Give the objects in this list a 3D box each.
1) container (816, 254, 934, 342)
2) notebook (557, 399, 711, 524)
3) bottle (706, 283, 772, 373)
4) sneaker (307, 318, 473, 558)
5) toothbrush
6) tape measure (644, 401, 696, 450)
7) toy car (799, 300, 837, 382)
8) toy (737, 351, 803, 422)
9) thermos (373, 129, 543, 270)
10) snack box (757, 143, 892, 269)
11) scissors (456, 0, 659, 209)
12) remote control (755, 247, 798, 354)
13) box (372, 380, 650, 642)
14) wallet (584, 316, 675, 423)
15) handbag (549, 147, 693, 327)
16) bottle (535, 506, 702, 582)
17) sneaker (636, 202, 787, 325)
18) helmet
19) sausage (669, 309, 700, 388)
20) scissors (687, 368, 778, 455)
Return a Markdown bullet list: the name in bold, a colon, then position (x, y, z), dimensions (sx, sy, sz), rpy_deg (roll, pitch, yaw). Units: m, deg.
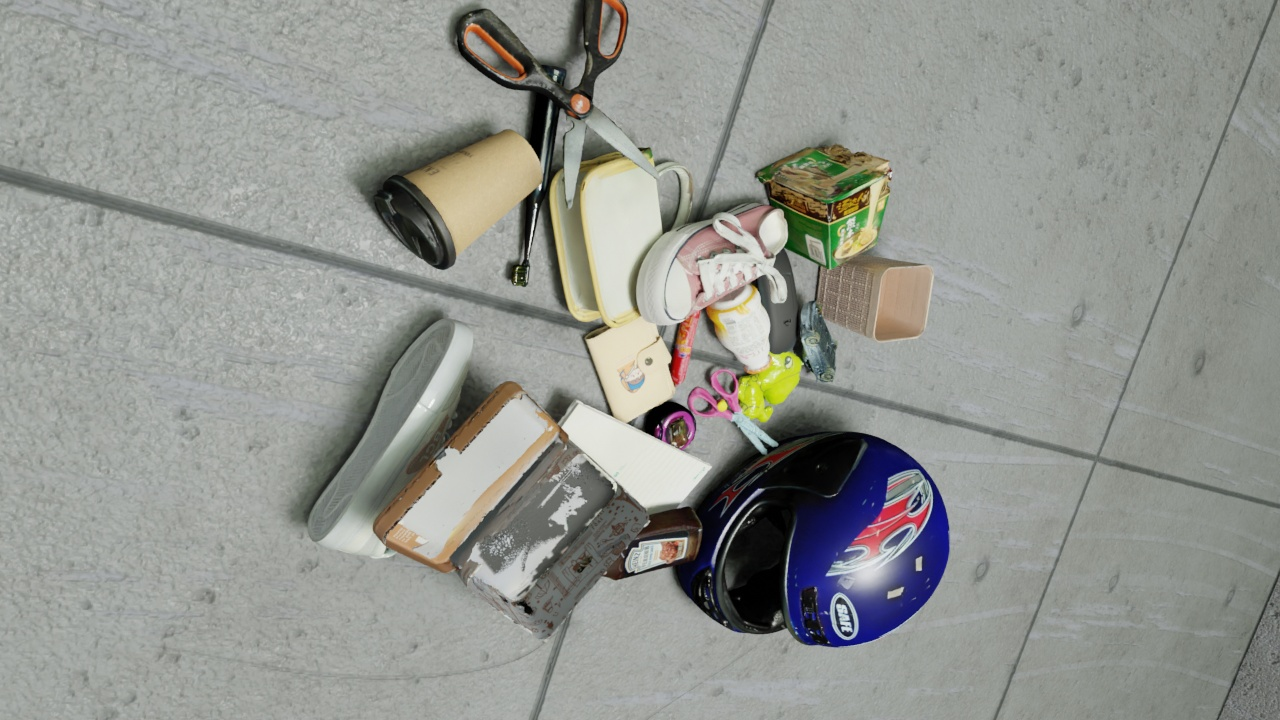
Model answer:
- **container**: position (0.281, -0.081, 1.120), dimensions (0.090, 0.111, 0.090), rpy_deg (-7, 109, -32)
- **notebook**: position (-0.036, 0.139, 1.026), dimensions (0.209, 0.012, 0.150), rpy_deg (28, 105, -37)
- **bottle**: position (0.119, -0.036, 1.059), dimensions (0.063, 0.063, 0.108), rpy_deg (-37, 122, -18)
- **sneaker**: position (-0.210, 0.079, 0.866), dimensions (0.090, 0.089, 0.242), rpy_deg (32, 87, -38)
- **toothbrush**: position (-0.102, -0.176, 0.891), dimensions (0.027, 0.026, 0.213), rpy_deg (-2, 108, -46)
- **tape measure**: position (0.036, 0.078, 1.057), dimensions (0.057, 0.039, 0.058), rpy_deg (-26, 118, -24)
- **toy car**: position (0.216, -0.021, 1.128), dimensions (0.121, 0.037, 0.054), rpy_deg (60, 35, -45)
- **toy**: position (0.157, 0.028, 1.126), dimensions (0.100, 0.031, 0.097), rpy_deg (-22, 115, -20)
- **thermos**: position (-0.161, -0.149, 0.826), dimensions (0.143, 0.093, 0.093), rpy_deg (-40, 123, -25)
- **snack box**: position (0.215, -0.173, 1.054), dimensions (0.117, 0.118, 0.106), rpy_deg (-28, 129, -24)
- **scissors**: position (-0.065, -0.255, 0.846), dimensions (0.220, 0.022, 0.234), rpy_deg (22, 73, -19)
- **remote control**: position (0.164, -0.074, 1.086), dimensions (0.053, 0.024, 0.136), rpy_deg (-16, 102, -30)
- **box**: position (-0.122, 0.140, 0.883), dimensions (0.179, 0.110, 0.259), rpy_deg (-49, 126, -7)
- **wallet**: position (-0.006, 0.006, 1.013), dimensions (0.087, 0.024, 0.115), rpy_deg (-28, 118, -18)
- **handbag**: position (-0.009, -0.136, 0.953), dimensions (0.178, 0.063, 0.163), rpy_deg (-29, 121, -40)
- **bottle**: position (-0.026, 0.218, 1.046), dimensions (0.194, 0.044, 0.080), rpy_deg (-10, 133, -20)
- **sneaker**: position (0.095, -0.106, 0.970), dimensions (0.240, 0.088, 0.118), rpy_deg (-33, 122, -39)
- **helmet**: position (0.226, 0.228, 1.111), dimensions (0.314, 0.240, 0.247), rpy_deg (-32, 119, -20)
- **sausage**: position (0.055, -0.042, 1.043), dimensions (0.020, 0.020, 0.156), rpy_deg (6, 102, -35)
- **scissors**: position (0.123, 0.062, 1.101), dimensions (0.137, 0.017, 0.073), rpy_deg (35, 96, -19)
